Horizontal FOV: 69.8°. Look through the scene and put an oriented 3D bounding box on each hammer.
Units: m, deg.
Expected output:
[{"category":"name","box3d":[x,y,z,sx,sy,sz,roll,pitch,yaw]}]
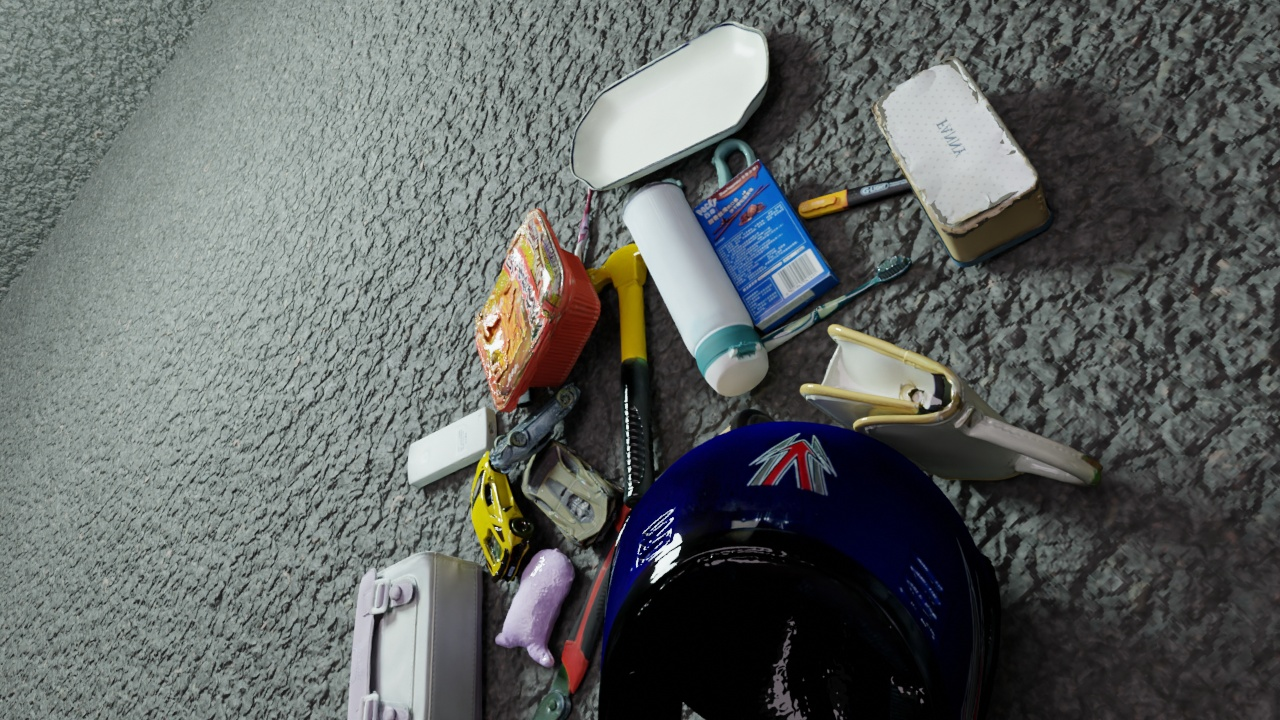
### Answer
[{"category":"hammer","box3d":[-0.005,0.005,0.926,0.129,0.033,0.300,-24,53,31]}]

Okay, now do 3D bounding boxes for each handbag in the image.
[{"category":"handbag","box3d":[0.216,0.048,0.632,0.179,0.163,0.063,23,86,44]},{"category":"handbag","box3d":[-0.238,0.310,0.940,0.145,0.098,0.196,-28,53,34]}]

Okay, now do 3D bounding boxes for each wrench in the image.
[{"category":"wrench","box3d":[-0.050,0.257,0.856,0.056,0.016,0.273,10,76,43]}]

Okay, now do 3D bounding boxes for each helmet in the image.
[{"category":"helmet","box3d":[0.100,0.194,0.607,0.247,0.239,0.316,6,104,17]}]

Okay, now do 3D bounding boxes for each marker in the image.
[{"category":"marker","box3d":[0.203,-0.152,0.846,0.124,0.015,0.018,-10,69,34]}]

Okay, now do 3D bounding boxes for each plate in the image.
[{"category":"plate","box3d":[0.034,-0.277,1.032,0.266,0.034,0.161,-20,54,30]}]

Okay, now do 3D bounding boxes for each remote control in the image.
[{"category":"remote control","box3d":[-0.222,0.103,1.077,0.135,0.019,0.056,-27,54,28]}]

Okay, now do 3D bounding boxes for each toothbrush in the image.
[{"category":"toothbrush","box3d":[0.157,-0.042,0.828,0.192,0.018,0.016,-32,52,25]},{"category":"toothbrush","box3d":[-0.063,-0.143,1.068,0.017,0.016,0.187,-4,66,29]}]

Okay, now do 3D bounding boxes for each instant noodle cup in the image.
[{"category":"instant noodle cup","box3d":[-0.110,-0.048,0.989,0.189,0.079,0.164,-59,35,28]}]

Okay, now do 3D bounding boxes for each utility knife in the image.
[{"category":"utility knife","box3d":[-0.159,-0.002,1.079,0.033,0.015,0.173,-42,46,9]}]

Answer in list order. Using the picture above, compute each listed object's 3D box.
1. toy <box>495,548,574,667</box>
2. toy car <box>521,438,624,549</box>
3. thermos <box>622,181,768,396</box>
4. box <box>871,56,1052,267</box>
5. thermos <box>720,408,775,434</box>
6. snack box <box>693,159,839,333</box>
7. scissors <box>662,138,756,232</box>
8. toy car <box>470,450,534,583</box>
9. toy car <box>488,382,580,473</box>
[{"category":"toy","box3d":[-0.097,0.236,0.892,0.084,0.039,0.108,10,74,43]},{"category":"toy car","box3d":[-0.075,0.131,0.923,0.158,0.042,0.070,30,89,50]},{"category":"thermos","box3d":[0.052,-0.067,0.870,0.073,0.073,0.224,-37,57,21]},{"category":"box","box3d":[0.266,-0.163,0.761,0.090,0.062,0.184,-26,56,19]},{"category":"thermos","box3d":[0.073,0.107,0.782,0.144,0.093,0.093,-37,49,31]},{"category":"snack box","box3d":[0.117,-0.111,0.878,0.085,0.026,0.157,-36,56,19]},{"category":"scissors","box3d":[0.059,-0.147,0.965,0.170,0.019,0.177,-9,66,36]},{"category":"toy car","box3d":[-0.151,0.160,0.959,0.071,0.041,0.155,-64,36,34]},{"category":"toy car","box3d":[-0.108,0.070,0.961,0.120,0.037,0.054,-46,11,-26]}]
